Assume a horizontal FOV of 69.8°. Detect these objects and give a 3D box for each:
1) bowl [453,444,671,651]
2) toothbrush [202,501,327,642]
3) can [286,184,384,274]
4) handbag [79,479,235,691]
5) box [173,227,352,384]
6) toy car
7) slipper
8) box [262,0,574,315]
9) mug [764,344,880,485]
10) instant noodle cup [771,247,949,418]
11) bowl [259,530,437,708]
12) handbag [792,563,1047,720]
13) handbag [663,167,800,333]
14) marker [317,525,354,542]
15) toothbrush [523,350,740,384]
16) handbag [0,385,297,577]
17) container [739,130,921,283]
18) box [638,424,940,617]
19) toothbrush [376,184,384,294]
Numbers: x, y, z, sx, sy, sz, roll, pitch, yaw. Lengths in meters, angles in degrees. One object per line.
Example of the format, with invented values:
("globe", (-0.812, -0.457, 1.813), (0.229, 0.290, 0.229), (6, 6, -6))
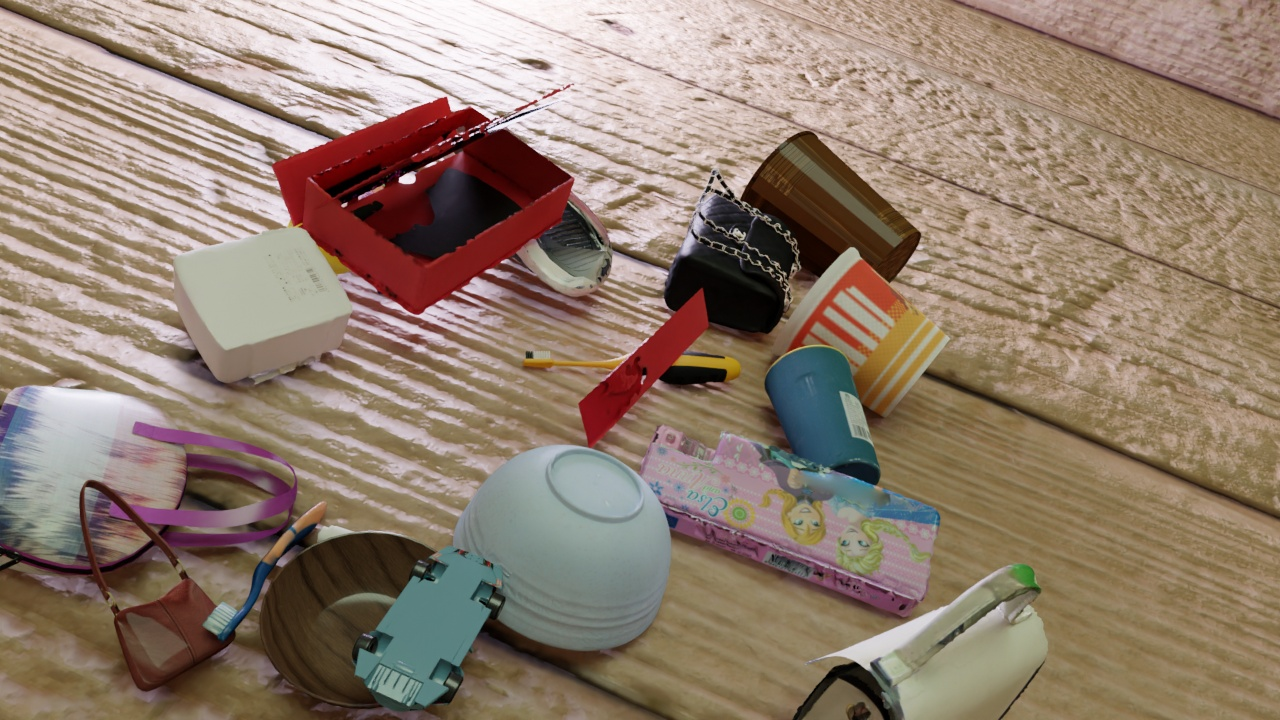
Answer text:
("bowl", (-0.041, 0.107, 0.605), (0.150, 0.075, 0.150), (18, 30, -11))
("toothbrush", (-0.223, 0.121, 0.555), (0.017, 0.022, 0.134), (39, 22, -10))
("can", (-0.273, -0.132, 0.830), (0.067, 0.068, 0.104), (11, 37, -10))
("handbag", (-0.278, 0.118, 0.508), (0.055, 0.029, 0.119), (-27, 81, -49))
("box", (-0.296, -0.030, 0.720), (0.107, 0.102, 0.102), (-24, 71, -35))
("toy car", (-0.117, 0.153, 0.516), (0.060, 0.028, 0.107), (22, 32, 5))
("slipper", (-0.119, -0.147, 0.913), (0.111, 0.063, 0.264), (-18, 59, -40))
("box", (-0.237, -0.253, 0.759), (0.212, 0.128, 0.425), (-42, 105, -46))
("mug", (0.157, 0.056, 0.775), (0.078, 0.078, 0.121), (6, 43, -16))
("instant noodle cup", (0.210, -0.020, 0.862), (0.121, 0.124, 0.123), (39, 41, 13))
("bowl", (-0.161, 0.158, 0.543), (0.119, 0.032, 0.119), (12, 38, -9))
("handbag", (0.176, 0.173, 0.547), (0.151, 0.176, 0.074), (-11, 45, -32))
("handbag", (0.105, -0.110, 0.927), (0.125, 0.115, 0.153), (23, 33, 1))
("marker", (-0.145, 0.133, 0.595), (0.133, 0.017, 0.020), (18, 16, 0))
("toothbrush", (-0.005, 0.005, 0.808), (0.196, 0.031, 0.030), (2, 65, -14))
("handbag", (-0.303, 0.078, 0.568), (0.169, 0.068, 0.144), (10, 37, -23))
("container", (0.213, -0.153, 1.023), (0.167, 0.132, 0.131), (43, 43, 21))
("box", (0.111, 0.111, 0.691), (0.230, 0.063, 0.084), (21, 37, 2))
("toothbrush", (-0.243, -0.123, 0.876), (0.015, 0.016, 0.186), (5, 39, -17))
